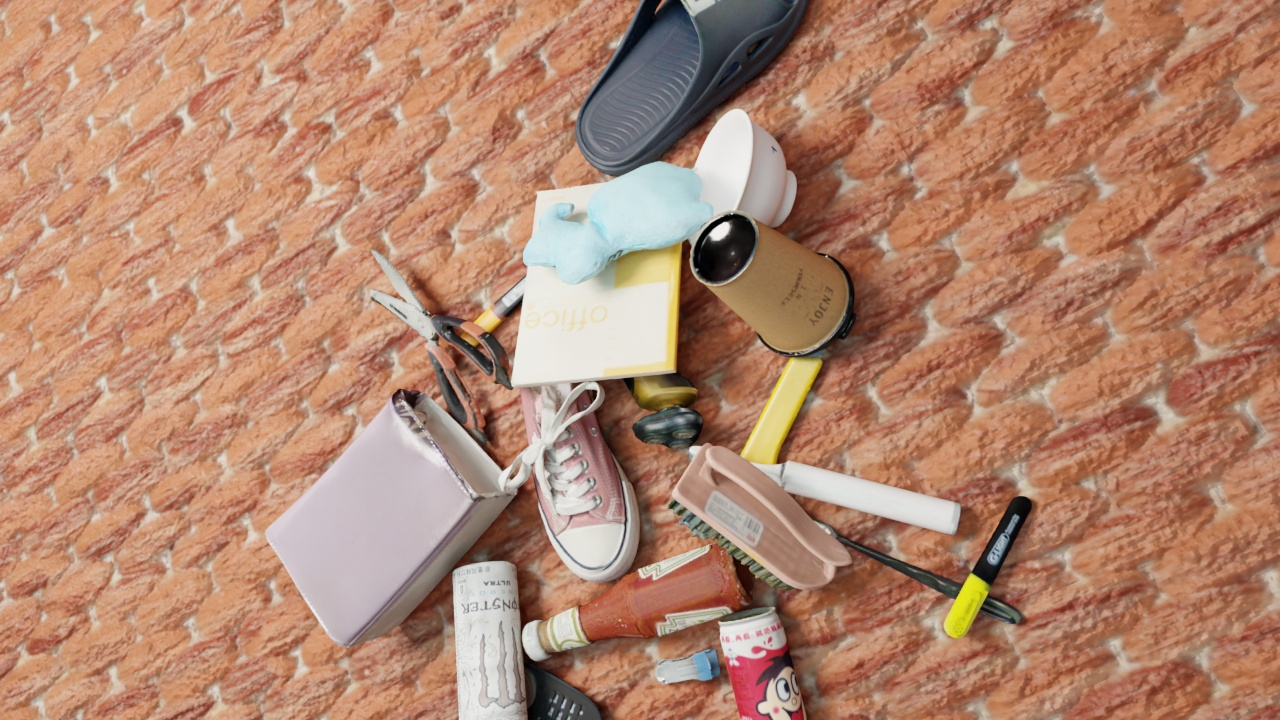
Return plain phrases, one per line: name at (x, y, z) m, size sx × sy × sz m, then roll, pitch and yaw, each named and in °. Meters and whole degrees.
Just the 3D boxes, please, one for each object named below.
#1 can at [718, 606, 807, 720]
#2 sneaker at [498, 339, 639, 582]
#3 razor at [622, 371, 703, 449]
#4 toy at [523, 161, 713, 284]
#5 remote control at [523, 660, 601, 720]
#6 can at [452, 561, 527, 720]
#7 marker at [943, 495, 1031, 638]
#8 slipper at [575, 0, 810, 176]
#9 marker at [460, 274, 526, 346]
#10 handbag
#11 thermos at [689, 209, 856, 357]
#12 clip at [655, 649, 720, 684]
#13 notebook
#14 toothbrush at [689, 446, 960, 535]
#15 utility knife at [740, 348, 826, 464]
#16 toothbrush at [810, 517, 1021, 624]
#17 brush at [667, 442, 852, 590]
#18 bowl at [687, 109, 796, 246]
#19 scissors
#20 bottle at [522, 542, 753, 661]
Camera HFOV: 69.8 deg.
can at (0.104, 0.273, 0.748) m, size 0.053 × 0.053 × 0.132 m, roll -16°, pitch 81°, yaw 16°
sneaker at (-0.068, 0.077, 0.801) m, size 0.118 × 0.087 × 0.241 m, roll -17°, pitch 80°, yaw 16°
razor at (-0.005, 0.005, 0.805) m, size 0.067 × 0.062 × 0.167 m, roll -28°, pitch 71°, yaw -17°
toy at (-0.016, -0.122, 0.783) m, size 0.161 × 0.050 × 0.156 m, roll 26°, pitch 70°, yaw 40°
remote control at (-0.094, 0.304, 0.825) m, size 0.136 × 0.024 × 0.053 m, roll 21°, pitch 88°, yaw 21°
can at (-0.133, 0.254, 0.806) m, size 0.058 × 0.058 × 0.146 m, roll -15°, pitch 66°, yaw 16°
marker at (0.272, 0.160, 0.715) m, size 0.018 × 0.015 × 0.124 m, roll 29°, pitch 86°, yaw 11°
slipper at (0.040, -0.274, 0.797) m, size 0.268 × 0.083 × 0.110 m, roll -45°, pitch 76°, yaw 11°
marker at (-0.123, -0.056, 0.868) m, size 0.124 × 0.015 × 0.018 m, roll -43°, pitch 76°, yaw 8°
handbag at (-0.230, 0.142, 0.843) m, size 0.145 × 0.098 × 0.197 m, roll 46°, pitch 101°, yaw 14°
thermos at (0.105, -0.062, 0.730) m, size 0.093 × 0.143 × 0.093 m, roll -16°, pitch 62°, yaw 34°
clip at (0.039, 0.265, 0.790) m, size 0.058 × 0.044 × 0.027 m, roll -19°, pitch 82°, yaw 21°
notebook at (-0.034, -0.074, 0.801) m, size 0.146 × 0.010 × 0.205 m, roll -5°, pitch 61°, yaw 17°
toothbrush at (0.146, 0.102, 0.750) m, size 0.221 × 0.026 × 0.026 m, roll 13°, pitch 133°, yaw 12°
utility knife at (0.118, 0.053, 0.781) m, size 0.033 × 0.015 × 0.177 m, roll 28°, pitch 94°, yaw 10°
toothbrush at (0.217, 0.169, 0.741) m, size 0.181 × 0.018 × 0.015 m, roll 23°, pitch 85°, yaw 16°
brush at (0.096, 0.129, 0.730) m, size 0.145 × 0.063 × 0.073 m, roll 38°, pitch 136°, yaw 1°
bowl at (0.091, -0.144, 0.770) m, size 0.064 × 0.118 × 0.118 m, roll 13°, pitch 90°, yaw -19°
scissors at (-0.188, -0.018, 0.855) m, size 0.189 × 0.015 × 0.224 m, roll -14°, pitch 100°, yaw 51°
bottle at (-0.006, 0.213, 0.787) m, size 0.206 × 0.059 × 0.059 m, roll -23°, pitch 79°, yaw 15°
